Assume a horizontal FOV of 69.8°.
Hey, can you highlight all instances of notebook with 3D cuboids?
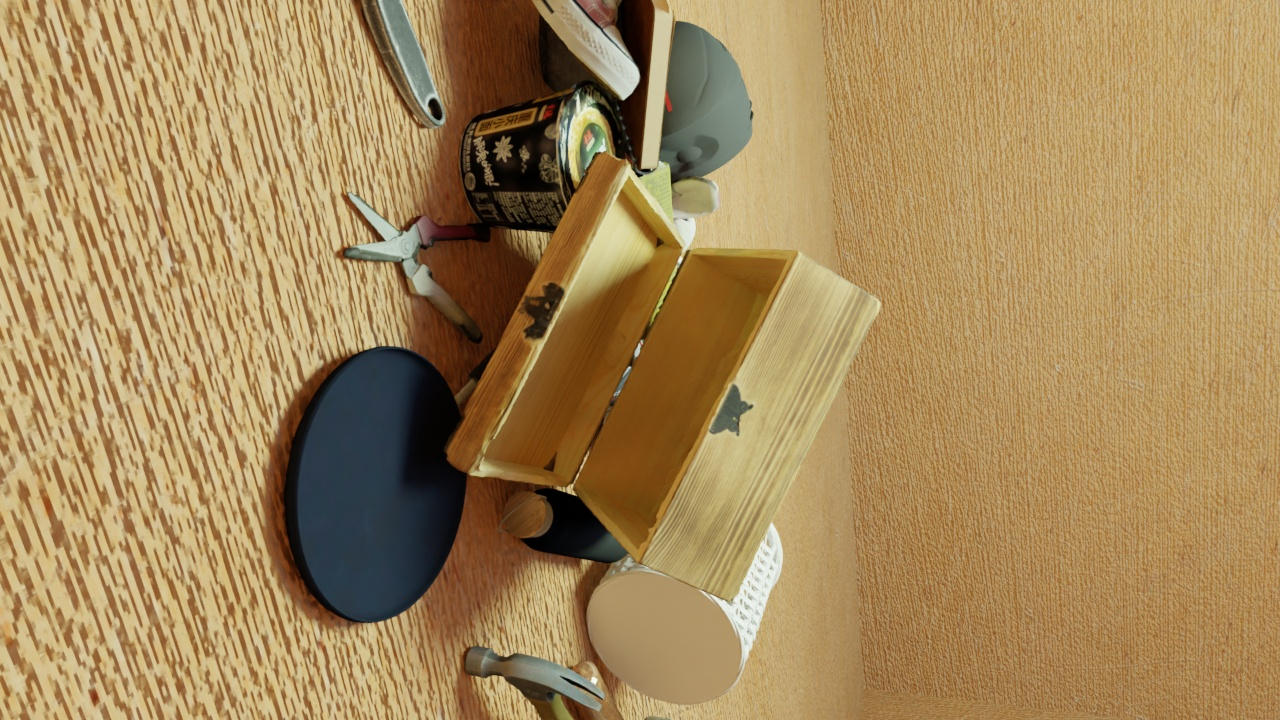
[{"bbox_3d":[-0.007,-0.303,0.867,0.168,0.024,0.225,96,-15,-46],"label":"notebook"}]

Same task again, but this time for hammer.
[{"bbox_3d":[-0.067,0.376,0.887,0.333,0.118,0.025,77,26,-43],"label":"hammer"},{"bbox_3d":[-0.025,0.437,1.075,0.157,0.037,0.301,-71,152,-42],"label":"hammer"}]

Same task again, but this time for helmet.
[{"bbox_3d":[0.041,-0.314,1.093,0.264,0.164,0.170,-84,150,-58],"label":"helmet"}]

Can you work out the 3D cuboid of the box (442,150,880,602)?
[{"bbox_3d":[-0.009,0.003,0.817,0.279,0.263,0.269,-65,-163,-1],"label":"box"}]

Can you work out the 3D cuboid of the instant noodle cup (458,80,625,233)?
[{"bbox_3d":[-0.089,-0.172,0.818,0.137,0.112,0.137,0,90,-68],"label":"instant noodle cup"}]

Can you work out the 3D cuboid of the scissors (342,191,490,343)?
[{"bbox_3d":[-0.168,-0.078,0.743,0.194,0.015,0.179,-60,144,-52],"label":"scissors"}]

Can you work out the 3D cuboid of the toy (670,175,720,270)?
[{"bbox_3d":[0.027,-0.143,1.100,0.084,0.159,0.194,-43,138,-39],"label":"toy"}]

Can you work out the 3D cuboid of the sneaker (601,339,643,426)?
[{"bbox_3d":[-0.019,0.057,1.054,0.124,0.089,0.239,43,41,-56],"label":"sneaker"}]

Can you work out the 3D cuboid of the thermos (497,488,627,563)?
[{"bbox_3d":[-0.074,0.164,0.918,0.231,0.061,0.061,38,54,-64],"label":"thermos"}]

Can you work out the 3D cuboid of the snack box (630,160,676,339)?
[{"bbox_3d":[0.004,-0.123,0.996,0.121,0.045,0.181,-46,135,-65],"label":"snack box"}]

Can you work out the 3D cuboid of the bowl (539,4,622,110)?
[{"bbox_3d":[-0.064,-0.317,0.911,0.145,0.067,0.145,176,-89,-79],"label":"bowl"}]

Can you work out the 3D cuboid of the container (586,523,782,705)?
[{"bbox_3d":[0.055,0.269,1.080,0.186,0.190,0.189,-50,135,-58],"label":"container"}]

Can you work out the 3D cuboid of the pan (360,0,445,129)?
[{"bbox_3d":[-0.204,-0.316,0.624,0.186,0.055,0.357,-72,148,-41],"label":"pan"}]

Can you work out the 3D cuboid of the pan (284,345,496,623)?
[{"bbox_3d":[-0.162,0.049,0.733,0.355,0.021,0.199,-57,142,-52],"label":"pan"}]

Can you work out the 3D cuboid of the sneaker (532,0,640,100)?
[{"bbox_3d":[-0.058,-0.338,0.791,0.241,0.088,0.118,57,9,7],"label":"sneaker"}]
